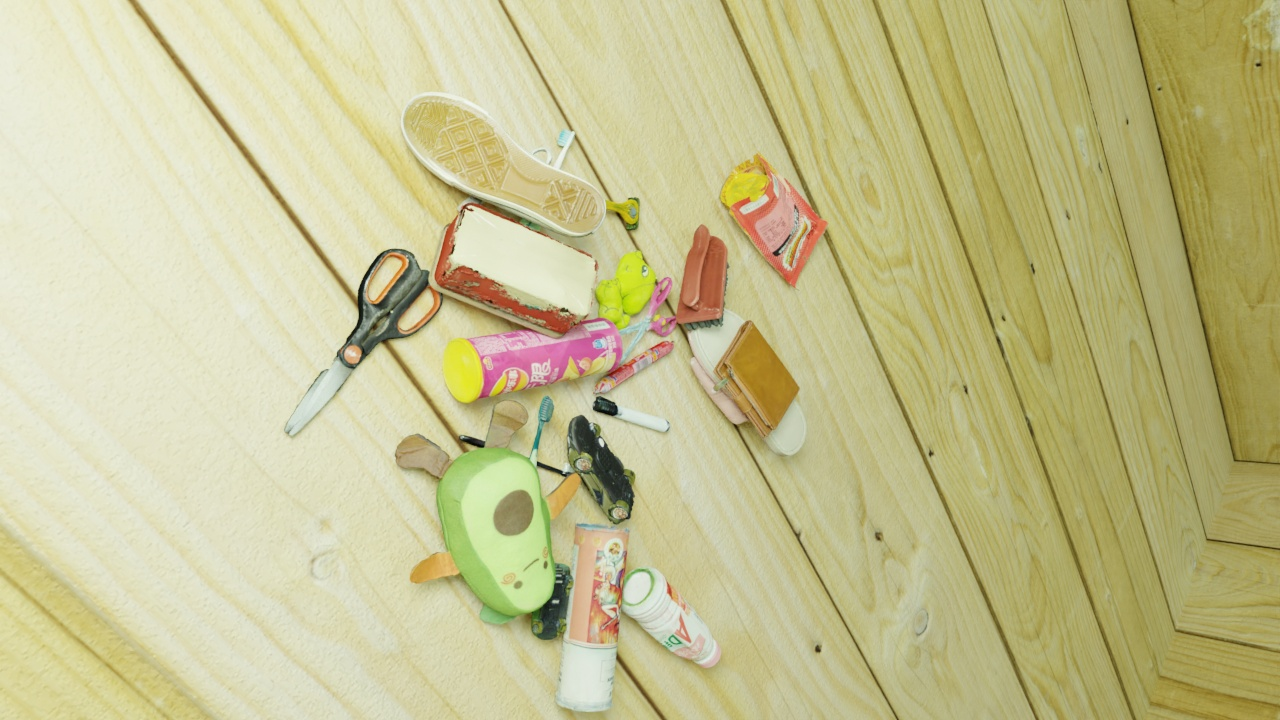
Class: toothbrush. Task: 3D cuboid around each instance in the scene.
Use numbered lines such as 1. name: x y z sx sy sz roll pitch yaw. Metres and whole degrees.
1. toothbrush: -0.121 -0.179 1.081 0.027 0.026 0.224 23 72 -3
2. toothbrush: -0.127 0.135 1.070 0.016 0.018 0.191 11 93 -41
3. toothbrush: -0.139 0.112 1.079 0.181 0.016 0.018 24 68 -41

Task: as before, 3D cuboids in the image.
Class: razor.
1. razor: -0.052 -0.194 1.148 0.132 0.028 0.043 5 91 -41

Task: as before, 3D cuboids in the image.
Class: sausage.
1. sausage: -0.007 0.007 1.196 0.155 0.020 0.020 -32 112 -38

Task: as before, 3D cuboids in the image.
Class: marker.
1. marker: -0.010 0.071 1.196 0.130 0.018 0.022 19 68 -41

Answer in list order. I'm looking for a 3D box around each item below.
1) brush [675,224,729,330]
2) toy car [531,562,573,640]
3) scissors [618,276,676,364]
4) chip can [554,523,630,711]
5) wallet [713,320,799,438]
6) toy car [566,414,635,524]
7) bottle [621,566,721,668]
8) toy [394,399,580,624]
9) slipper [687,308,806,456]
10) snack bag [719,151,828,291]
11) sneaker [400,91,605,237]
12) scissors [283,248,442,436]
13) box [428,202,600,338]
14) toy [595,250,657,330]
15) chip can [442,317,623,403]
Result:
1. brush: 0.085 -0.115 1.234 0.069 0.063 0.145 55 36 -47
2. toy car: -0.109 0.287 1.096 0.043 0.036 0.091 14 81 -43
3. scissors: 0.010 -0.055 1.191 0.133 0.017 0.125 -18 129 -48
4. chip can: -0.058 0.309 1.121 0.071 0.071 0.214 10 83 -43
5. wallet: 0.160 0.029 1.266 0.130 0.035 0.118 53 55 -21
6. toy car: -0.051 0.135 1.136 0.158 0.042 0.070 59 24 -27
7. bottle: 0.045 0.350 1.224 0.197 0.068 0.068 51 58 -36
8. toy: -0.159 0.175 1.011 0.226 0.090 0.247 -26 104 -29
9. slipper: 0.148 0.033 1.316 0.274 0.055 0.114 49 57 -25
10. snack bag: 0.205 -0.206 1.364 0.207 0.073 0.128 37 71 -43
11. sneaker: -0.153 -0.206 1.012 0.241 0.088 0.118 27 83 -15
12. scissors: -0.277 -0.007 0.943 0.136 0.022 0.234 27 73 -41
13. box: -0.132 -0.097 0.993 0.168 0.080 0.091 22 59 -24
14. toy: -0.018 -0.089 1.176 0.099 0.031 0.097 -18 108 -38
15. chip can: -0.119 -0.003 1.057 0.210 0.072 0.071 -11 98 -43
